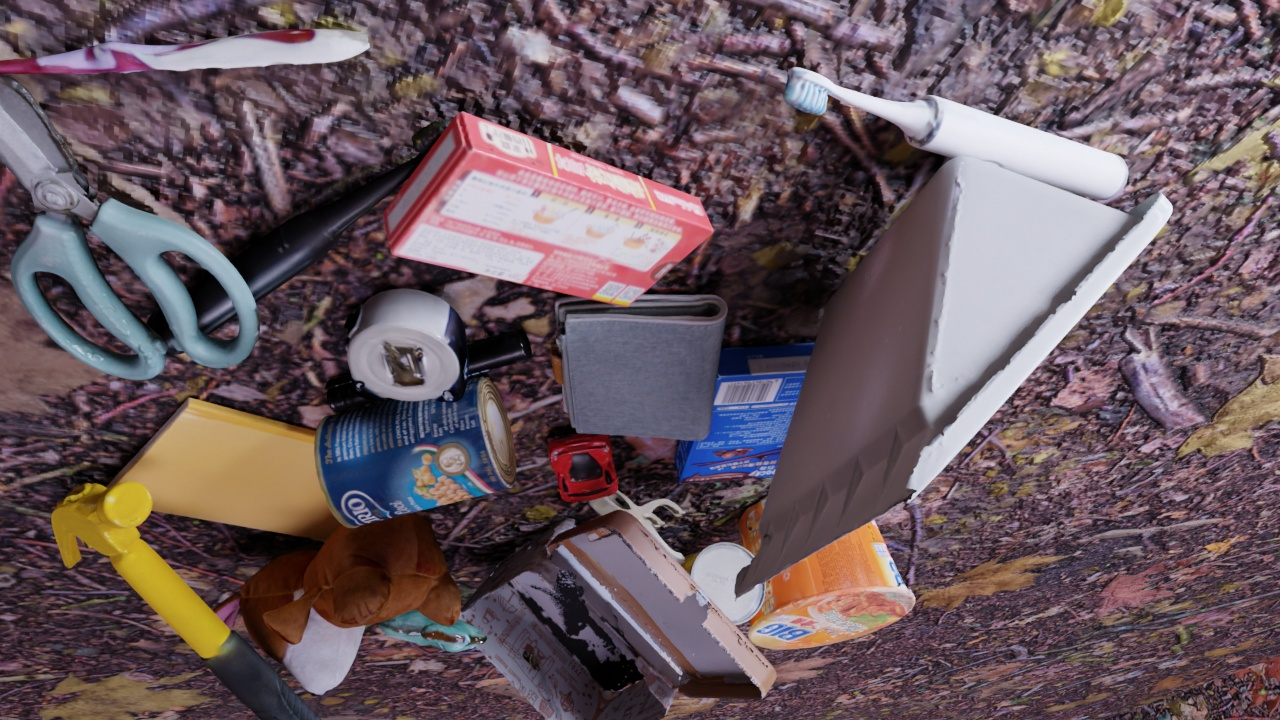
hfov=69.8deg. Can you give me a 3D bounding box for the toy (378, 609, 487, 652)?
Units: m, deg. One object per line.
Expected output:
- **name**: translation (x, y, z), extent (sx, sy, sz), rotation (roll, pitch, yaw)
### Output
- **toy**: translation (-0.178, 0.227, 0.774), extent (0.092, 0.030, 0.096), rotation (6, 164, 14)

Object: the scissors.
- **scissors**: translation (-0.269, -0.051, 0.426), extent (0.129, 0.019, 0.185), rotation (-21, 131, 18)

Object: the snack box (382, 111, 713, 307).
- **snack box**: translation (-0.042, -0.068, 0.458), extent (0.152, 0.025, 0.075), rotation (10, 141, -42)

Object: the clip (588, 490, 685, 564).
- **clip**: translation (0.002, 0.134, 0.796), extent (0.035, 0.096, 0.101), rotation (-34, 99, 32)

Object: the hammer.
- **hammer**: translation (-0.306, 0.205, 0.663), extent (0.129, 0.032, 0.301), rotation (-13, 119, 38)

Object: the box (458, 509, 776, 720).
- **box**: translation (-0.020, 0.218, 0.763), extent (0.178, 0.102, 0.262), rotation (47, 127, -5)

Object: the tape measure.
- **tape measure**: translation (-0.133, -0.007, 0.523), extent (0.066, 0.033, 0.066), rotation (-1, 135, -1)

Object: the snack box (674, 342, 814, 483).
- **snack box**: translation (0.079, 0.043, 0.679), extent (0.084, 0.026, 0.157), rotation (-3, 146, -11)

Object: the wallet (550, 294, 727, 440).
- **wallet**: translation (-0.003, 0.003, 0.583), extent (0.106, 0.036, 0.130), rotation (3, 144, 1)

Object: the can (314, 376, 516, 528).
- **can**: translation (-0.141, 0.059, 0.593), extent (0.111, 0.075, 0.075), rotation (-14, 147, 4)

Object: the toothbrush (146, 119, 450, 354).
- **toothbrush**: translation (-0.168, -0.059, 0.452), extent (0.213, 0.026, 0.027), rotation (-28, 156, 23)

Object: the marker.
- **marker**: translation (-0.132, 0.006, 0.569), extent (0.132, 0.020, 0.022), rotation (-15, 118, 8)

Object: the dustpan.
- **dustpan**: translation (0.178, 0.011, 0.493), extent (0.142, 0.257, 0.223), rotation (21, 153, -3)

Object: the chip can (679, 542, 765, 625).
- **chip can**: translation (0.044, 0.225, 0.859), extent (0.072, 0.072, 0.214), rotation (1, 159, -18)

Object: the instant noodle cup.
- **instant noodle cup**: translation (0.161, 0.187, 0.843), extent (0.151, 0.111, 0.152), rotation (-8, 147, -5)

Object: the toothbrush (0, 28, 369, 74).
- **toothbrush**: translation (-0.202, -0.122, 0.358), extent (0.187, 0.016, 0.017), rotation (-6, 137, -7)

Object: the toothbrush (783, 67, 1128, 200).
- **toothbrush**: translation (0.164, -0.115, 0.466), extent (0.220, 0.026, 0.027), rotation (7, -175, -26)

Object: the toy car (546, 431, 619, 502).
- **toy car**: translation (-0.042, 0.085, 0.705), extent (0.049, 0.031, 0.106), rotation (-8, 149, -2)

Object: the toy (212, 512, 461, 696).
- **toy**: translation (-0.237, 0.192, 0.716), extent (0.200, 0.130, 0.140), rotation (-18, 155, 28)

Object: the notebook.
- **notebook**: translation (-0.255, 0.090, 0.666), extent (0.206, 0.010, 0.146), rotation (22, 134, -40)
